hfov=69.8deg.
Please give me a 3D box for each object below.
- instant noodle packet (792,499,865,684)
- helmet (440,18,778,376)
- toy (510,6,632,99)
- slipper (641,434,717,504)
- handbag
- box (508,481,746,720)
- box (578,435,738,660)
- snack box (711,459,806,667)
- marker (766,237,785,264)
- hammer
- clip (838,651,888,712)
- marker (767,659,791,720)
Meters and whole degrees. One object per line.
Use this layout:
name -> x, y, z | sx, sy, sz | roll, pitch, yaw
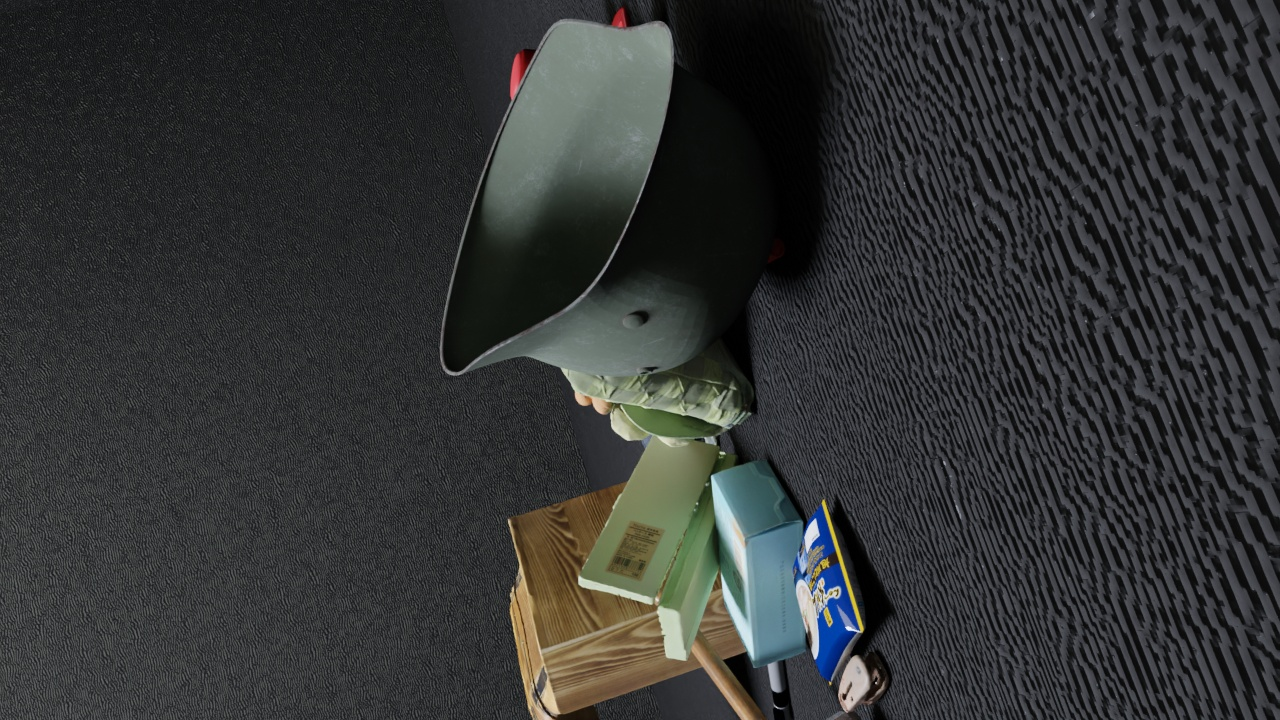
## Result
instant noodle packet -> 0.130, 0.164, 0.635 | 0.134, 0.026, 0.087 | 88, 172, -57
helmet -> -0.007, -0.081, 0.563 | 0.268, 0.153, 0.226 | -29, 48, 62
toy -> -0.036, -0.194, 0.760 | 0.197, 0.120, 0.158 | -154, 50, -67
slipper -> 0.037, 0.094, 0.974 | 0.264, 0.063, 0.111 | 84, 167, -55
handbag -> -0.004, 0.004, 0.731 | 0.117, 0.186, 0.113 | -49, 44, 29
box -> -0.030, 0.369, 1.126 | 0.279, 0.286, 0.337 | -124, 22, -64
box -> 0.028, 0.156, 0.795 | 0.187, 0.098, 0.082 | -57, -32, -47
snack box -> 0.099, 0.170, 0.760 | 0.075, 0.053, 0.175 | -118, 16, -51
marker -> 0.073, -0.063, 0.630 | 0.142, 0.012, 0.013 | 150, 104, -81
hammer -> 0.087, 0.283, 0.743 | 0.317, 0.082, 0.163 | 45, 153, 47
clip -> 0.155, 0.220, 0.624 | 0.061, 0.049, 0.025 | -52, 39, 27
marker -> 0.134, 0.309, 0.905 | 0.016, 0.016, 0.141 | -122, 18, -60
